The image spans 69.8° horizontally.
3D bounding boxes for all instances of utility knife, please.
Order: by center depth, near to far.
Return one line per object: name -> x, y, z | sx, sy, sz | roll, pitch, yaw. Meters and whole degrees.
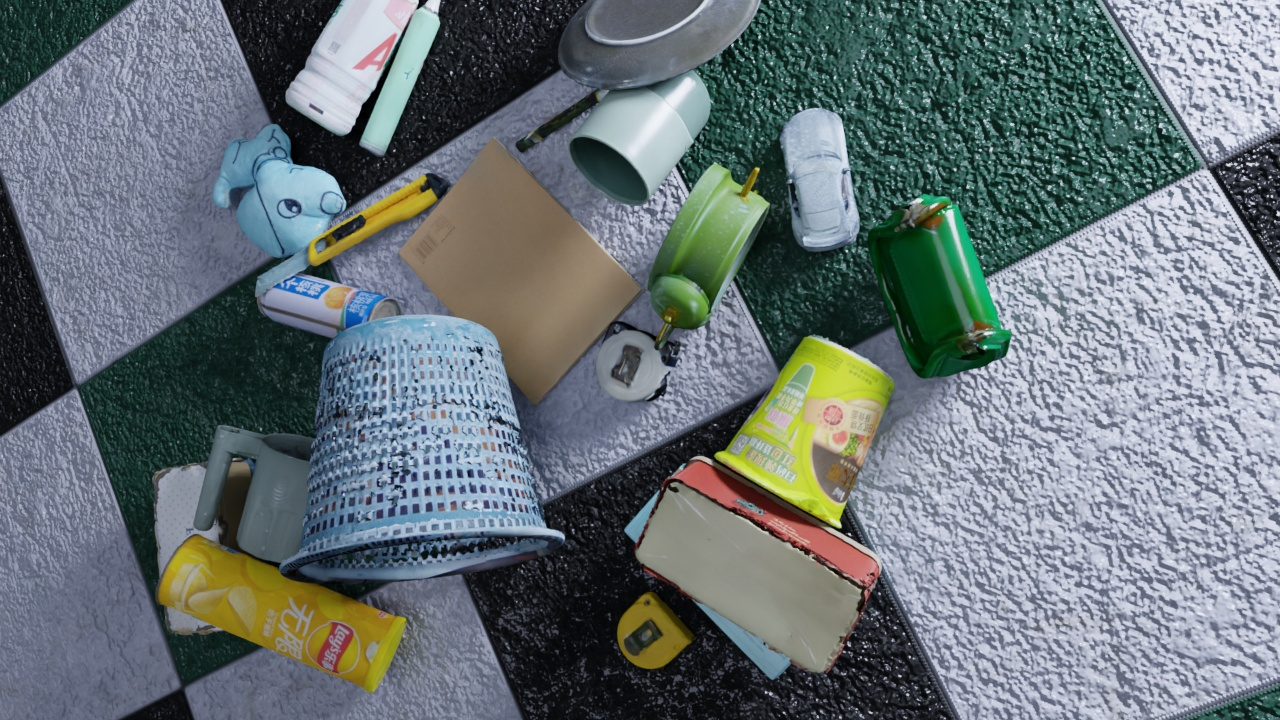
utility knife -> -0.279, -0.121, 0.880 | 0.215, 0.015, 0.033 | -30, 68, -1

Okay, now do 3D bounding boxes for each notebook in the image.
notebook -> -0.118, -0.084, 0.855 | 0.150, 0.012, 0.211 | -47, 75, 12

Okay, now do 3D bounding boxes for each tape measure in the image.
tape measure -> 0.008, 0.236, 0.790 | 0.057, 0.029, 0.060 | -47, 75, 12
tape measure -> -0.005, 0.005, 0.802 | 0.066, 0.033, 0.066 | 21, 94, 20

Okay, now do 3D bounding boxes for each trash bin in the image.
trash bin -> -0.186, 0.075, 0.780 | 0.227, 0.226, 0.195 | -14, 71, 17

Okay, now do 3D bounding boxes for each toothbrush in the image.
toothbrush -> -0.037, -0.242, 0.831 | 0.186, 0.017, 0.012 | -29, 86, 15
toothbrush -> -0.218, -0.305, 0.890 | 0.026, 0.027, 0.224 | 34, 101, 57

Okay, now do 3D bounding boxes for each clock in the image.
clock -> 0.049, -0.080, 0.747 | 0.056, 0.116, 0.161 | 29, 94, 7

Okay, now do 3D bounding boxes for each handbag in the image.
handbag -> 0.221, -0.054, 0.685 | 0.068, 0.120, 0.131 | -19, 80, 11

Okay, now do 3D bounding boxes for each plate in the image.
plate -> 0.010, -0.292, 0.766 | 0.180, 0.024, 0.179 | -12, 51, 16

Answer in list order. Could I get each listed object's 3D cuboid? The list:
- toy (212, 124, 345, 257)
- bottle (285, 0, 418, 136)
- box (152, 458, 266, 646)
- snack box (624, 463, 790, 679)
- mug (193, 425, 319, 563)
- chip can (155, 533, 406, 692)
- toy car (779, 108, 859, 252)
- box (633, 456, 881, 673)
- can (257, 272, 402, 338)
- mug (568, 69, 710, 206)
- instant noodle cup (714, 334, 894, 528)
toy -> -0.365, -0.165, 0.920 | 0.162, 0.049, 0.156 | -13, 79, 19
bottle -> -0.265, -0.316, 0.886 | 0.068, 0.068, 0.197 | 35, 95, 17
box -> -0.430, 0.192, 0.921 | 0.090, 0.061, 0.184 | -8, 87, 18
snack box -> 0.075, 0.170, 0.758 | 0.175, 0.051, 0.074 | 43, 102, 15
mug -> -0.352, 0.126, 0.874 | 0.124, 0.083, 0.103 | 16, 96, -15
chip can -> -0.328, 0.232, 0.847 | 0.213, 0.072, 0.072 | 22, 95, 0
toy car -> 0.147, -0.149, 0.758 | 0.054, 0.036, 0.120 | -9, 82, 18
box -> 0.082, 0.153, 0.679 | 0.168, 0.076, 0.091 | 29, 111, 18
can -> -0.303, -0.050, 0.892 | 0.135, 0.053, 0.053 | 15, 92, 18
mug -> -0.004, -0.195, 0.782 | 0.082, 0.112, 0.106 | 41, 72, -20
instant noodle cup -> 0.136, 0.050, 0.720 | 0.112, 0.111, 0.123 | 29, 89, 17
